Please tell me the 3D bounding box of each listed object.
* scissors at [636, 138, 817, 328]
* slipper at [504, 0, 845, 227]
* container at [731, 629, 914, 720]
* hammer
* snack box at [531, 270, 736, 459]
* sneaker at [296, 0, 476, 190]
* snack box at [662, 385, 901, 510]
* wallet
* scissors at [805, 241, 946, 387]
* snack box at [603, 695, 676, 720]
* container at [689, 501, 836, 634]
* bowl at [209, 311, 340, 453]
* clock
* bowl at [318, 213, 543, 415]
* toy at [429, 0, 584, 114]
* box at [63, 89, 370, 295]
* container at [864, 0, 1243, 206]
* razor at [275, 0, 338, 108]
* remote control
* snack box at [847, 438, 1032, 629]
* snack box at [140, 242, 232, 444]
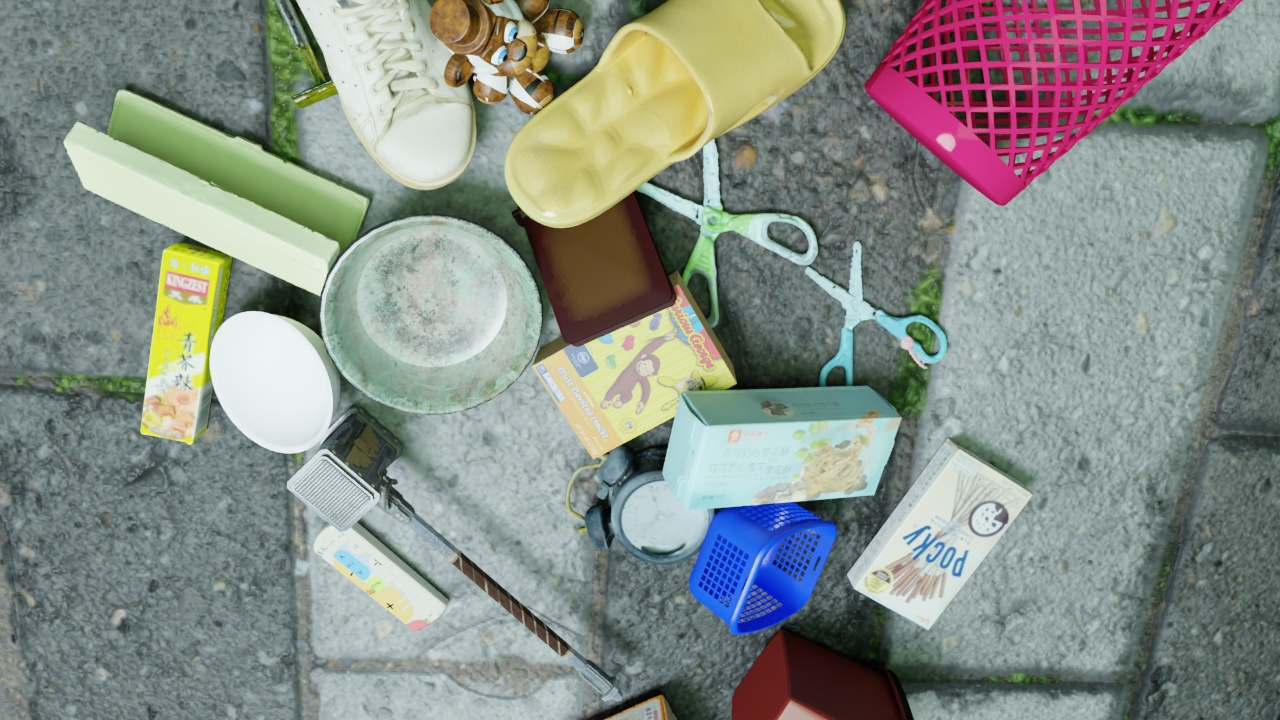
[{"bbox_3d":[0.060,-0.108,0.695,0.168,0.023,0.171,-1,110,3],"label":"scissors"},{"bbox_3d":[0.019,-0.187,0.621,0.263,0.078,0.099,-36,88,3],"label":"slipper"},{"bbox_3d":[0.181,0.334,0.766,0.201,0.148,0.127,31,104,-3],"label":"container"},{"bbox_3d":[-0.127,0.170,0.723,0.044,0.098,0.322,-43,105,9],"label":"hammer"},{"bbox_3d":[-0.004,0.004,0.702,0.126,0.040,0.088,-29,107,12],"label":"snack box"},{"bbox_3d":[-0.171,-0.229,0.585,0.088,0.102,0.241,-31,104,-17],"label":"sneaker"},{"bbox_3d":[0.107,0.064,0.697,0.174,0.053,0.075,-1,118,-24],"label":"snack box"},{"bbox_3d":[-0.034,-0.077,0.668,0.091,0.018,0.115,-23,78,11],"label":"wallet"},{"bbox_3d":[0.172,-0.020,0.729,0.136,0.015,0.126,36,101,-7],"label":"scissors"},{"bbox_3d":[-0.034,0.399,0.808,0.195,0.080,0.145,-26,107,5],"label":"snack box"},{"bbox_3d":[0.095,0.157,0.729,0.114,0.058,0.096,1,114,-50],"label":"container"},{"bbox_3d":[-0.264,0.011,0.689,0.110,0.040,0.110,7,111,19],"label":"bowl"},{"bbox_3d":[0.004,0.115,0.740,0.129,0.052,0.090,13,106,-3],"label":"clock"},{"bbox_3d":[-0.152,-0.037,0.676,0.157,0.038,0.158,-5,117,-10],"label":"bowl"},{"bbox_3d":[-0.093,-0.211,0.605,0.067,0.112,0.087,33,108,10],"label":"toy"},{"bbox_3d":[-0.298,-0.111,0.652,0.188,0.089,0.078,24,135,-11],"label":"box"},{"bbox_3d":[0.270,-0.227,0.594,0.183,0.183,0.226,37,109,-13],"label":"container"},{"bbox_3d":[-0.239,-0.232,0.633,0.042,0.026,0.106,-21,103,5],"label":"razor"},{"bbox_3d":[-0.215,0.178,0.763,0.038,0.018,0.125,-41,107,9],"label":"remote control"},{"bbox_3d":[0.251,0.148,0.776,0.082,0.026,0.150,29,103,-12],"label":"snack box"},{"bbox_3d":[-0.342,-0.011,0.690,0.040,0.029,0.148,14,106,-8],"label":"snack box"}]
